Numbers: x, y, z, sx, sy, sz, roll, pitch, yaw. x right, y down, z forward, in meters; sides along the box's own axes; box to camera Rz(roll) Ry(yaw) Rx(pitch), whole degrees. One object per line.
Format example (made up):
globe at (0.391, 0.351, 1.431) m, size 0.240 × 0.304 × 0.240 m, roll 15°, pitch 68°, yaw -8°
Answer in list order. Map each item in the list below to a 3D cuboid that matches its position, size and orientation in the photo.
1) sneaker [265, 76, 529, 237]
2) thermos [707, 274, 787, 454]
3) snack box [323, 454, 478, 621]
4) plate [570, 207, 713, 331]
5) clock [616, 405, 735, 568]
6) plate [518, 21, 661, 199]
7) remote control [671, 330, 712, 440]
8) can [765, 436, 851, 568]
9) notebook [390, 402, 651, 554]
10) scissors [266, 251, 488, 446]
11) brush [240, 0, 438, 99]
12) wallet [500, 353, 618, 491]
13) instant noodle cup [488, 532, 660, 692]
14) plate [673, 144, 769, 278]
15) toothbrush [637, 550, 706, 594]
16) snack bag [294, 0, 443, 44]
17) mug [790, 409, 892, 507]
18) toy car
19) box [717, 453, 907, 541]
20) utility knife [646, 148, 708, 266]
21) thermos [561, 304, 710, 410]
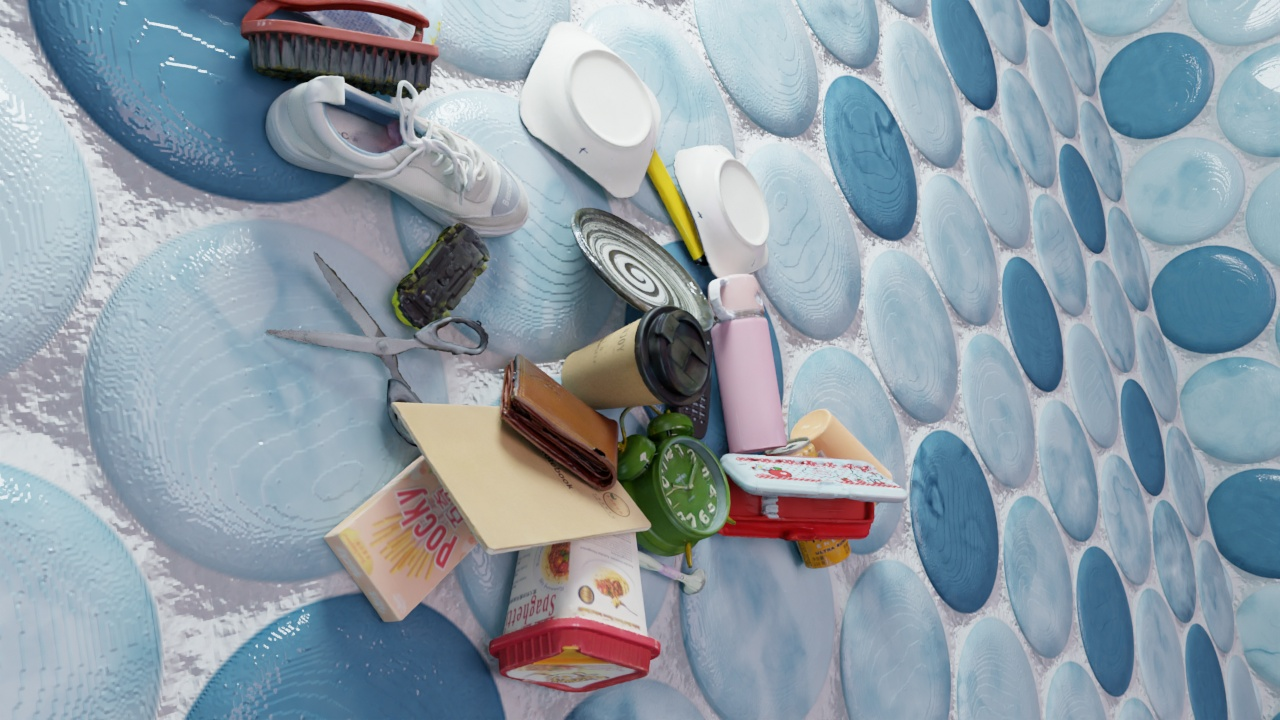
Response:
sneaker at (-0.177, -0.173, 0.764) m, size 0.242 × 0.091 × 0.089 m, roll 16°, pitch 68°, yaw -43°
thermos at (0.113, 0.003, 1.024) m, size 0.087 × 0.067 × 0.198 m, roll 5°, pitch 75°, yaw -60°
snack box at (-0.166, 0.123, 0.731) m, size 0.156 × 0.026 × 0.084 m, roll -45°, pitch 110°, yaw -44°
plate at (-0.002, -0.087, 0.924) m, size 0.179 × 0.024 × 0.179 m, roll 35°, pitch 24°, yaw -18°
clock at (0.027, 0.115, 0.903) m, size 0.115 × 0.056 × 0.161 m, roll -32°, pitch 93°, yaw -52°
plate at (-0.040, -0.270, 0.965) m, size 0.164 × 0.034 × 0.163 m, roll 33°, pitch 58°, yaw -28°
remote control at (0.054, 0.021, 0.992) m, size 0.053 × 0.024 × 0.136 m, roll 25°, pitch 60°, yaw -37°
can at (0.195, 0.166, 1.069) m, size 0.058 × 0.058 × 0.146 m, roll -25°, pitch 96°, yaw -47°
notebook at (-0.090, 0.089, 0.748) m, size 0.148 × 0.008 × 0.207 m, roll 50°, pitch 23°, yaw 26°
scissors at (-0.199, -0.012, 0.727) m, size 0.159 × 0.014 × 0.181 m, roll -29°, pitch 109°, yaw -30°
brush at (-0.239, -0.254, 0.730) m, size 0.145 × 0.063 × 0.069 m, roll 0°, pitch 93°, yaw -28°
wallet at (-0.068, 0.051, 0.805) m, size 0.124 × 0.032 × 0.101 m, roll 38°, pitch 16°, yaw -19°
instant noodle cup at (-0.054, 0.201, 0.770) m, size 0.116 × 0.117 × 0.124 m, roll 29°, pitch 46°, yaw -37°
plate at (0.111, -0.183, 1.094) m, size 0.163 × 0.034 × 0.163 m, roll -28°, pitch 98°, yaw -55°
toothbrush at (-0.006, 0.189, 0.884) m, size 0.189 × 0.020 × 0.029 m, roll 31°, pitch 90°, yaw -35°
snack bag at (-0.256, -0.318, 0.763) m, size 0.191 × 0.039 × 0.110 m, roll 29°, pitch 70°, yaw -37°
mug at (0.241, 0.122, 1.124) m, size 0.123 × 0.078 × 0.078 m, roll 47°, pitch 49°, yaw -19°
toy car at (-0.170, -0.071, 0.778) m, size 0.048 × 0.032 × 0.105 m, roll 49°, pitch 56°, yaw -27°
box at (0.181, 0.146, 0.979) m, size 0.201 × 0.101 × 0.095 m, roll 6°, pitch 83°, yaw -21°
utility knife at (0.025, -0.203, 1.037) m, size 0.033 × 0.015 × 0.223 m, roll -43°, pitch 109°, yaw -48°
thermos at (-0.005, 0.005, 0.848) m, size 0.093 × 0.144 × 0.093 m, roll 15°, pitch 69°, yaw -43°
